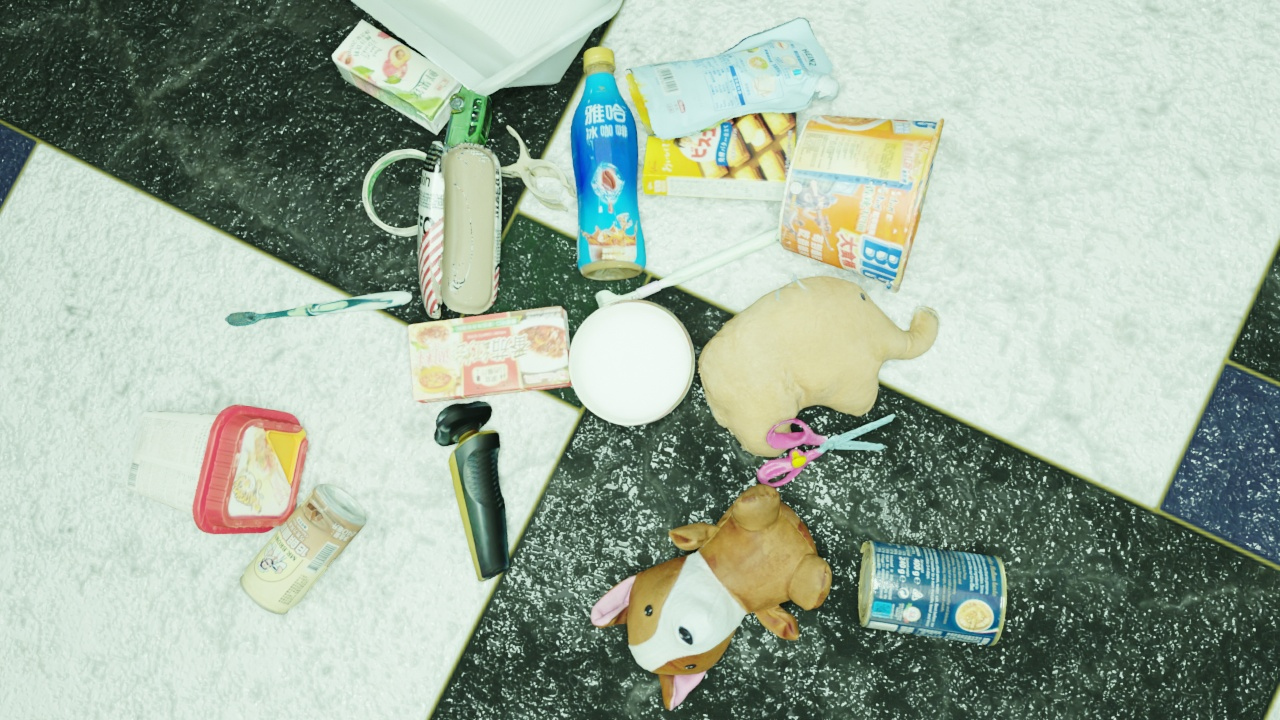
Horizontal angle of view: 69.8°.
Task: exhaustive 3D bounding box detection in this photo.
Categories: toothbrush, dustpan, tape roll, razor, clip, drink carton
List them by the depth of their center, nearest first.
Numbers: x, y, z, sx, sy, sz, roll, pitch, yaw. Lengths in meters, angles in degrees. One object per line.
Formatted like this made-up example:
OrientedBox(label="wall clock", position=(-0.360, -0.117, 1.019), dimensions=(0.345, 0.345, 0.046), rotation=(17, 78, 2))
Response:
OrientedBox(label="dustpan", position=(-0.136, -0.358, 0.836), dimensions=(0.223, 0.257, 0.143), rotation=(38, 112, 9))
OrientedBox(label="razor", position=(-0.154, 0.122, 0.855), dimensions=(0.068, 0.062, 0.167), rotation=(-13, 87, 35))
OrientedBox(label="toothbrush", position=(0.049, -0.086, 0.871), dimensions=(0.189, 0.020, 0.029), rotation=(-23, 112, 2))
OrientedBox(label="clip", position=(-0.105, -0.184, 0.893), dimensions=(0.100, 0.034, 0.072), rotation=(36, 89, 17))
OrientedBox(label="toothbrush", position=(-0.319, -0.052, 0.905), dimensions=(0.192, 0.018, 0.016), rotation=(-7, 82, 5))
OrientedBox(label="drink carton", position=(-0.237, -0.279, 0.909), dimensions=(0.122, 0.045, 0.053), rotation=(32, 77, 8))
OrientedBox(label="tape roll", position=(-0.233, -0.167, 0.911), dimensions=(0.086, 0.014, 0.085), rotation=(-1, 84, 6))

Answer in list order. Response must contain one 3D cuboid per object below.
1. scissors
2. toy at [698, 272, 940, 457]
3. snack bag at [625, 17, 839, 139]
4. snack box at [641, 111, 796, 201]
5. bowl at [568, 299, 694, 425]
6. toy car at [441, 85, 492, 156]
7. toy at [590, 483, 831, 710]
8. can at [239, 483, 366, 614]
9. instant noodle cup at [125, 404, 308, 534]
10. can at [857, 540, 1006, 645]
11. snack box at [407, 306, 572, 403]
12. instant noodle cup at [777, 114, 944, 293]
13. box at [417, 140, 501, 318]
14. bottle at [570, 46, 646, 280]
OrientedBox(label="scissors", position=(0.161, 0.069, 0.809), dimensions=(0.134, 0.113, 0.017), rotation=(-24, 45, 5))
OrientedBox(label="toy", position=(0.161, -0.010, 0.819), dimensions=(0.226, 0.082, 0.143), rotation=(-26, 110, 1))
OrientedBox(label="snack bag", position=(0.088, -0.263, 0.859), dimensions=(0.191, 0.039, 0.110), rotation=(-16, 51, -8))
OrientedBox(label="snack box", position=(0.075, -0.194, 0.859), dimensions=(0.140, 0.034, 0.086), rotation=(3, 61, 8))
OrientedBox(label="bowl", position=(-0.005, 0.005, 0.843), dimensions=(0.113, 0.062, 0.113), rotation=(-1, 82, 7))
OrientedBox(label="toy car", position=(-0.171, -0.221, 0.896), dimensions=(0.036, 0.043, 0.091), rotation=(14, 86, 7))
OrientedBox(label="toy", position=(0.064, 0.204, 0.789), dimensions=(0.200, 0.130, 0.140), rotation=(-36, 87, 10))
OrientedBox(label="can", position=(-0.314, 0.175, 0.857), dimensions=(0.058, 0.058, 0.116), rotation=(40, 89, 9))
OrientedBox(label="instant noodle cup", position=(-0.396, 0.095, 0.854), dimensions=(0.124, 0.116, 0.116), rotation=(9, 84, 18))
OrientedBox(label="can", position=(0.246, 0.198, 0.787), dimensions=(0.111, 0.075, 0.075), rotation=(6, 84, 7))
OrientedBox(label="snack box", position=(-0.143, -0.005, 0.877), dimensions=(0.153, 0.025, 0.075), rotation=(-7, 82, 5))
OrientedBox(label="instant noodle cup", position=(0.190, -0.145, 0.804), dimensions=(0.111, 0.151, 0.151), rotation=(15, 85, 16))
OrientedBox(label="box", position=(-0.167, -0.122, 0.864), dimensions=(0.087, 0.076, 0.163), rotation=(-4, 103, -22))
OrientedBox(label="bottle", position=(-0.033, -0.187, 0.868), dimensions=(0.065, 0.065, 0.218), rotation=(-4, 82, 5))
